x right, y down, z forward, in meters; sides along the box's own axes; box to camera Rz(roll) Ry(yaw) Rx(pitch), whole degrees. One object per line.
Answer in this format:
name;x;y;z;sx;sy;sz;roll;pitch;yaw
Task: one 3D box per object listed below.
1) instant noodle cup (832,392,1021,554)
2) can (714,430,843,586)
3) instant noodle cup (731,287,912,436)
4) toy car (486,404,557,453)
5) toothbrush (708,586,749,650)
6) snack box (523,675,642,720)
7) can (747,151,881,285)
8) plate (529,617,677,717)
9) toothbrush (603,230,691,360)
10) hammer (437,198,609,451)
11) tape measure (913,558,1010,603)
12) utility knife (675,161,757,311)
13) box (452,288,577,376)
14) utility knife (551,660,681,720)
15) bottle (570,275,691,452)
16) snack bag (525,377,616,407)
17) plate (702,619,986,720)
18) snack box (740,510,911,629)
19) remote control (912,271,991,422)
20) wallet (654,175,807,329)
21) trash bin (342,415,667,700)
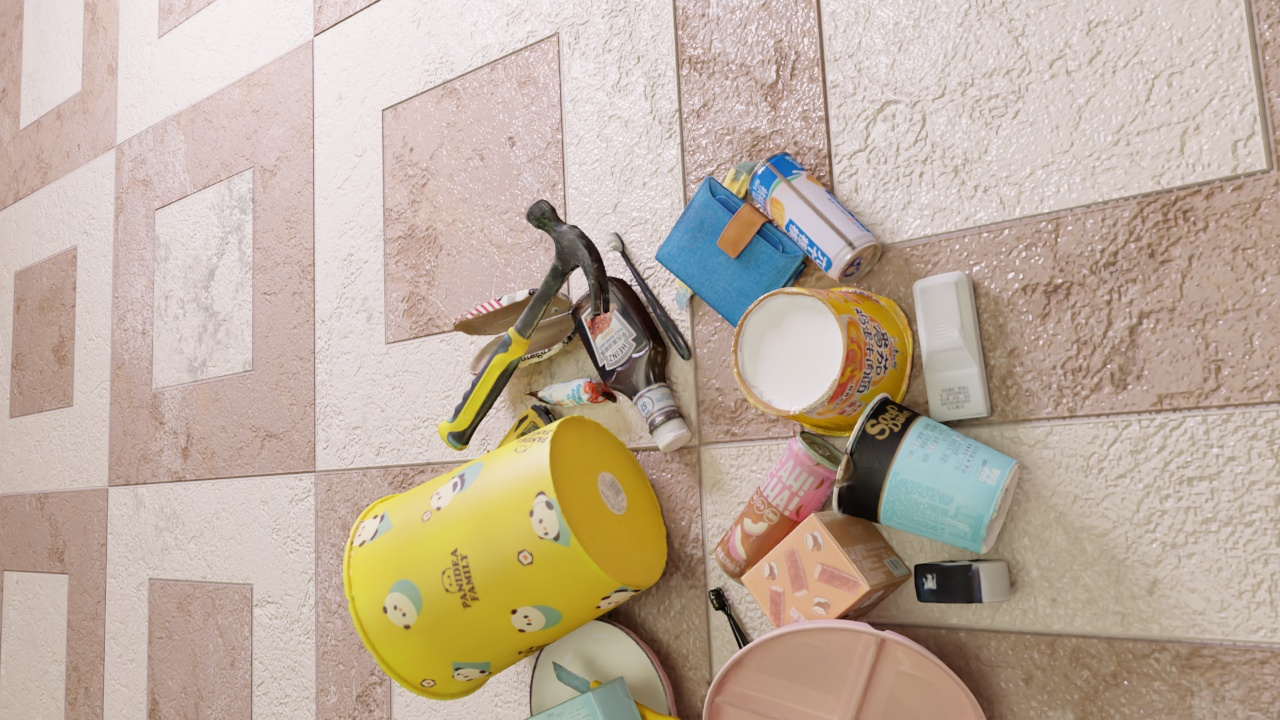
instant noodle cup;0.233;0.098;0.740;0.120;0.111;0.111;22;99;29
can;0.128;0.138;0.840;0.058;0.057;0.147;43;112;32
instant noodle cup;0.152;-0.004;0.802;0.138;0.109;0.138;-5;82;37
toy car;-0.141;0.117;1.059;0.156;0.041;0.071;-48;60;26
toothbrush;0.117;0.308;0.853;0.026;0.027;0.212;-44;62;33
snack box;-0.071;0.379;0.912;0.175;0.051;0.074;-37;70;36
can;0.158;-0.131;0.843;0.053;0.053;0.134;-50;59;23
plate;-0.035;0.364;0.957;0.193;0.039;0.192;-4;84;37
toothbrush;0.006;-0.071;0.978;0.016;0.018;0.181;-42;64;22
hammer;-0.139;-0.013;1.006;0.126;0.031;0.324;44;122;13
tape measure;0.260;0.175;0.732;0.066;0.065;0.033;-11;78;37
utility knife;0.073;-0.127;0.935;0.031;0.018;0.168;37;113;39
box;-0.141;-0.026;1.051;0.163;0.076;0.088;-17;71;32
utility knife;-0.012;0.343;0.904;0.209;0.015;0.033;15;101;37
bottle;-0.006;0.006;0.963;0.080;0.044;0.194;-40;65;26
snack bag;-0.075;0.037;1.013;0.105;0.045;0.026;-8;68;36
plate;0.166;0.307;0.752;0.230;0.028;0.230;5;111;13
snack box;0.160;0.186;0.790;0.095;0.092;0.077;-49;60;24
remote control;0.261;-0.012;0.774;0.049;0.024;0.125;-12;79;36
wallet;0.088;-0.102;0.897;0.133;0.040;0.106;43;113;20
trash bin;-0.128;0.191;0.934;0.256;0.229;0.229;-31;68;24
